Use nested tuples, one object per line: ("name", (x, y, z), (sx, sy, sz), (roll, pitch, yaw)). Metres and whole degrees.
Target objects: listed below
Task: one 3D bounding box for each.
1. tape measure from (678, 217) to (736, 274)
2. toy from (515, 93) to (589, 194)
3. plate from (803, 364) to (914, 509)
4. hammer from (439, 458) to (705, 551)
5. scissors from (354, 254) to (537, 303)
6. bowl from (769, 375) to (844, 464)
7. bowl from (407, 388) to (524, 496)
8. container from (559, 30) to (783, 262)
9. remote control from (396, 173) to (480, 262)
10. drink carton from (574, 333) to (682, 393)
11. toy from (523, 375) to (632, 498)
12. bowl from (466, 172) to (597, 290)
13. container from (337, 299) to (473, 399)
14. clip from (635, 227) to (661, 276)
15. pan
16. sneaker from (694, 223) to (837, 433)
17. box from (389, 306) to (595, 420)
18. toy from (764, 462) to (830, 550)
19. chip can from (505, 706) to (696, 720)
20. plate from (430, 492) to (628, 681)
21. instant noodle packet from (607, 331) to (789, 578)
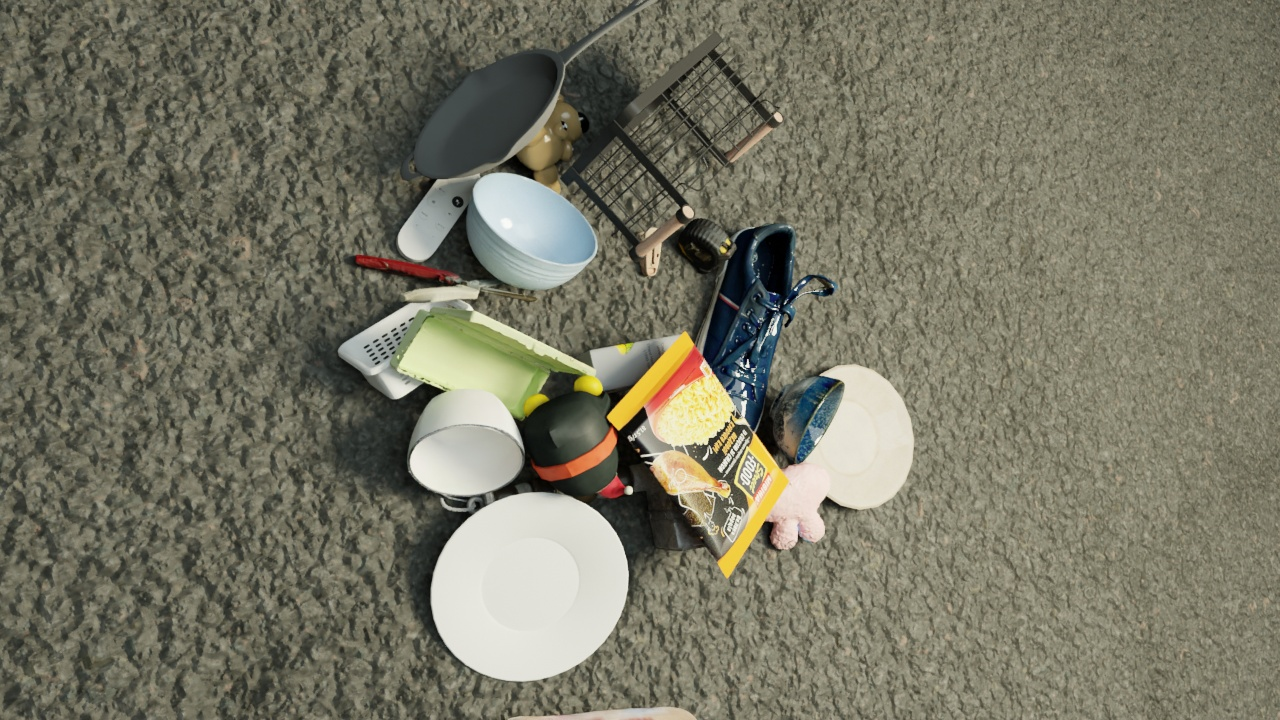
("tape measure", (0.079, -0.143, 1.134), (0.062, 0.067, 0.038), (41, 66, -13))
("toy", (-0.117, -0.269, 1.055), (0.105, 0.134, 0.108), (-26, 64, -6))
("plate", (0.278, 0.100, 1.207), (0.188, 0.027, 0.188), (5, 78, -25))
("hammer", (-0.057, 0.140, 1.017), (0.325, 0.080, 0.177), (-7, 83, -21))
("scissors", (-0.206, -0.078, 0.959), (0.199, 0.179, 0.015), (13, 106, -7))
("bowl", (0.193, 0.062, 1.110), (0.061, 0.114, 0.114), (31, 63, 21))
("bowl", (-0.177, 0.079, 0.931), (0.116, 0.117, 0.065), (12, 41, -23))
("container", (0.041, -0.246, 1.060), (0.130, 0.163, 0.240), (47, 52, -9))
("remote control", (-0.224, -0.167, 1.023), (0.043, 0.013, 0.136), (36, 67, -16))
("drink carton", (-0.006, 0.006, 1.064), (0.124, 0.076, 0.048), (-10, 85, -23))
("toy", (-0.065, 0.091, 0.943), (0.098, 0.099, 0.119), (-21, 111, 13))
("bowl", (-0.130, -0.130, 1.014), (0.150, 0.075, 0.150), (24, 36, -19))
("container", (-0.236, -0.014, 0.951), (0.129, 0.081, 0.049), (-36, 129, -27))
("clip", (0.007, -0.134, 1.128), (0.024, 0.041, 0.061), (2, 99, -25))
("pan", (-0.108, -0.294, 0.979), (0.355, 0.216, 0.024), (-33, 132, 8))
("sneaker", (0.146, -0.036, 1.117), (0.120, 0.127, 0.294), (18, 75, -21))
("box", (-0.149, -0.004, 0.941), (0.188, 0.131, 0.064), (26, 44, -48))
("toy", (0.187, 0.181, 1.131), (0.108, 0.053, 0.105), (-15, 98, -9))
("chip can", (-0.038, 0.411, 0.971), (0.229, 0.080, 0.079), (5, 78, -25))
("plate", (-0.115, 0.238, 0.969), (0.208, 0.015, 0.209), (-3, 100, -16))
("instant noodle packet", (0.071, 0.098, 0.995), (0.221, 0.032, 0.159), (54, 48, -13))
